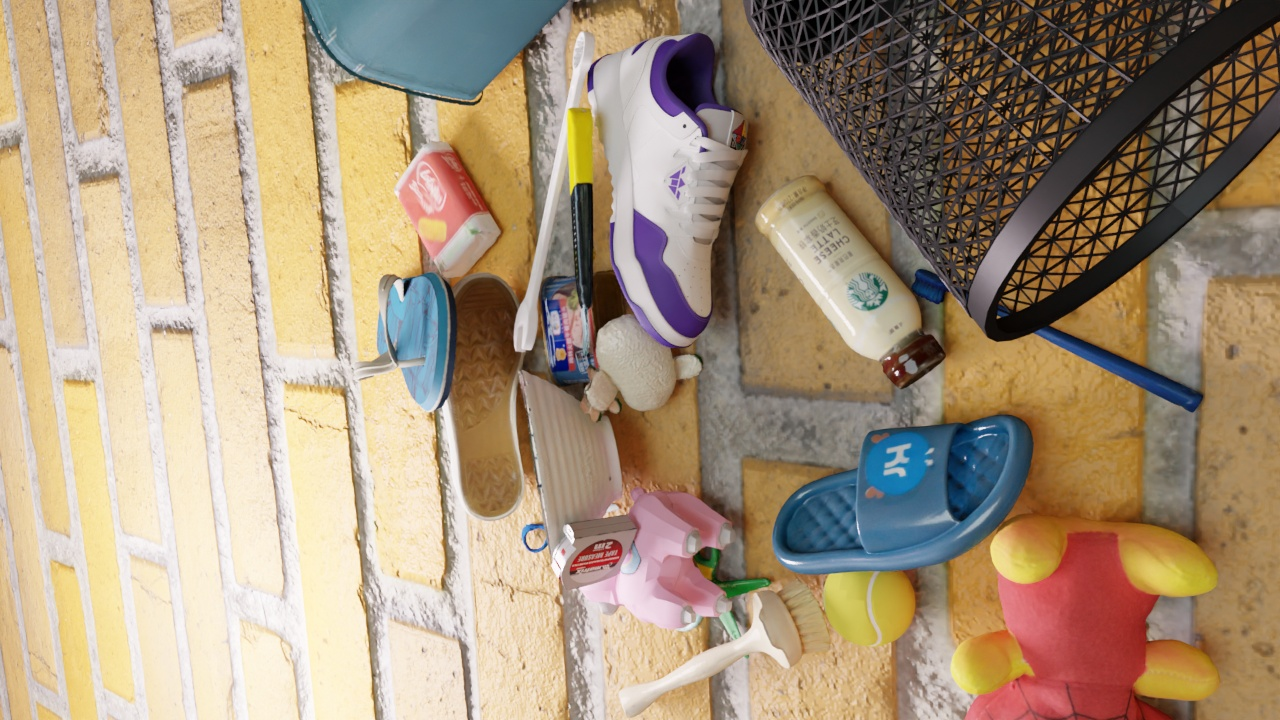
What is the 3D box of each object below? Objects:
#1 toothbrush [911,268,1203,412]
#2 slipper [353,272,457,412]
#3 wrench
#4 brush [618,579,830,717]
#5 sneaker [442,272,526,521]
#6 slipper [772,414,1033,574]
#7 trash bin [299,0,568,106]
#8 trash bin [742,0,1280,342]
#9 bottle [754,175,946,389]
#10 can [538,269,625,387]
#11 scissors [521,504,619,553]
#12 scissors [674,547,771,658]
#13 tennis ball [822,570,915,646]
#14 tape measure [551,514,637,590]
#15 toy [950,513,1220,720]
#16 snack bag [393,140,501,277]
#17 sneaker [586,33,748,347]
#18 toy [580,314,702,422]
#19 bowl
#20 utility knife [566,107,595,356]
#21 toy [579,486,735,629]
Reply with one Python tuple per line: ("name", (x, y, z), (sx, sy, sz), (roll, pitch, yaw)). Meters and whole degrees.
("toothbrush", (0.262, -0.015, 0.594), (0.190, 0.016, 0.017), (31, 122, 29))
("slipper", (-0.230, -0.031, 0.863), (0.295, 0.060, 0.118), (19, 97, 63))
("wrench", (-0.073, -0.130, 0.758), (0.047, 0.009, 0.274), (-123, 44, -58))
("brush", (0.058, 0.249, 0.758), (0.273, 0.077, 0.062), (-45, 49, 44))
("sneaker", (-0.158, 0.034, 0.888), (0.079, 0.087, 0.235), (-174, 82, -69))
("slipper", (0.168, 0.095, 0.630), (0.059, 0.103, 0.214), (38, 137, -22))
("trash bin", (-0.145, -0.358, 0.745), (0.219, 0.198, 0.196), (-28, 81, 30))
("trash bin", (0.194, -0.173, 0.509), (0.243, 0.216, 0.217), (53, 124, 26))
("bottle", (0.148, -0.055, 0.647), (0.057, 0.056, 0.162), (-46, 70, 33))
("can", (-0.047, -0.028, 0.804), (0.059, 0.053, 0.100), (-3, 96, 35))
("scissors", (-0.075, 0.150, 0.882), (0.134, 0.014, 0.127), (-40, 77, 30))
("scissors", (0.058, 0.199, 0.787), (0.132, 0.011, 0.125), (-37, 74, 37))
("tennis ball", (0.166, 0.174, 0.667), (0.065, 0.065, 0.065), (7, 102, 36))
("tape measure", (-0.040, 0.152, 0.734), (0.020, 0.060, 0.062), (50, 130, 42))
("toy", (0.270, 0.201, 0.570), (0.148, 0.098, 0.216), (5, 101, 20))
("snack bag", (-0.192, -0.148, 0.904), (0.077, 0.036, 0.116), (-41, 73, 35))
("sneaker", (0.037, -0.137, 0.701), (0.111, 0.091, 0.244), (-16, 81, 37))
("toy", (-0.005, 0.004, 0.761), (0.112, 0.050, 0.087), (-32, 113, -2))
("bowl", (-0.057, 0.090, 0.795), (0.177, 0.071, 0.177), (170, 91, -82))
("utility knife", (-0.046, -0.097, 0.733), (0.028, 0.020, 0.203), (-121, 30, -67))
("toy", (0.005, 0.169, 0.778), (0.158, 0.067, 0.123), (7, 97, 48))
